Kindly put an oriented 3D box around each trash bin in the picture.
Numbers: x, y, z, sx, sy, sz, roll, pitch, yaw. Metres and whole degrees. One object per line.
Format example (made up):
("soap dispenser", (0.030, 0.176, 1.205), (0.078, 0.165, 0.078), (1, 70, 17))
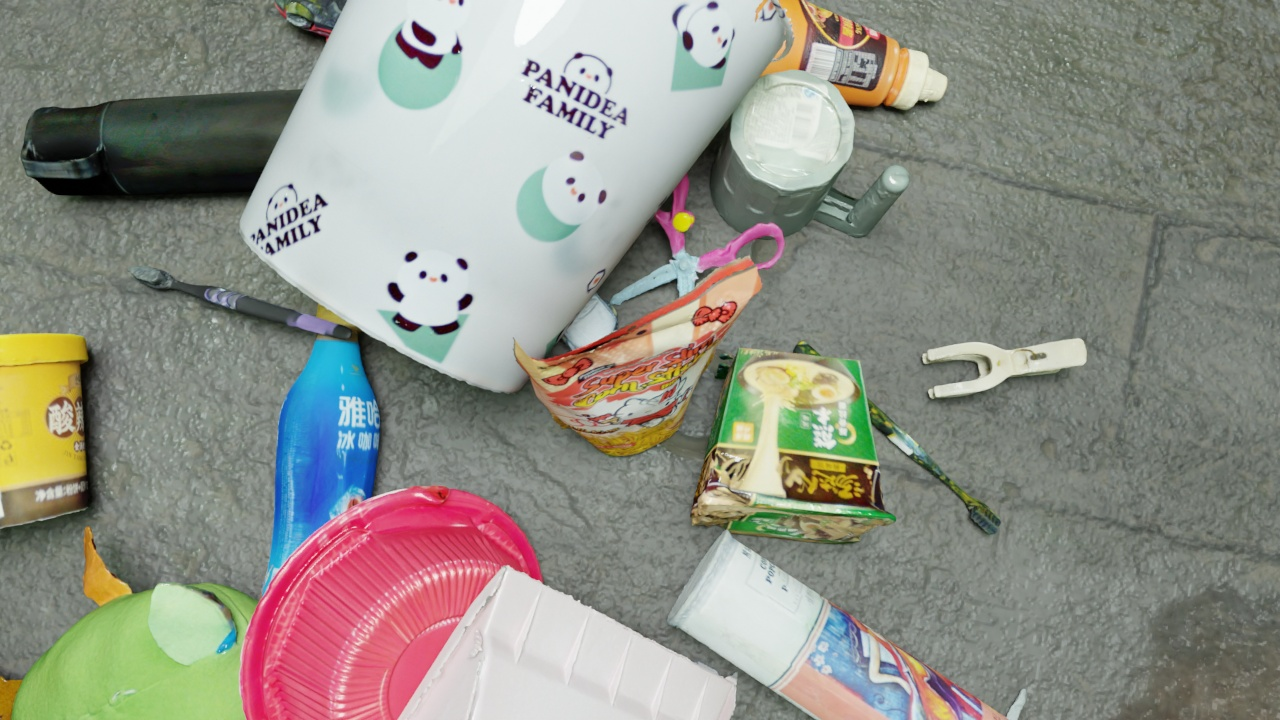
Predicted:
("trash bin", (-0.078, -0.134, 0.521), (0.229, 0.229, 0.252), (33, 95, 3))

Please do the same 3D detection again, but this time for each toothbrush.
("toothbrush", (0.176, 0.053, 0.633), (0.186, 0.017, 0.012), (43, 120, 4))
("toothbrush", (-0.270, -0.040, 0.609), (0.189, 0.017, 0.014), (15, 76, 19))

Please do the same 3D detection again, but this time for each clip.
("clip", (0.247, 0.003, 0.631), (0.100, 0.070, 0.034), (-10, 81, 4))

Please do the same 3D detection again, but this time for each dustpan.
("dustpan", (-0.087, 0.275, 0.538), (0.222, 0.139, 0.272), (41, 55, -34))

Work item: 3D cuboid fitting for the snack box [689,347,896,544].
("snack box", (0.096, 0.055, 0.590), (0.117, 0.118, 0.105), (7, 72, 0))

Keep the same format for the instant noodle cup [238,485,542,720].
("instant noodle cup", (-0.124, 0.175, 0.535), (0.193, 0.066, 0.194), (-9, 104, -37))

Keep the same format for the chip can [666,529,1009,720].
("chip can", (0.125, 0.197, 0.581), (0.215, 0.071, 0.071), (33, 83, 6))

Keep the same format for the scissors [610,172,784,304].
("scissors", (0.038, -0.068, 0.621), (0.134, 0.017, 0.133), (2, 110, 15))

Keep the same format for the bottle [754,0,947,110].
("bottle", (0.145, -0.209, 0.648), (0.149, 0.067, 0.066), (12, 82, -7))

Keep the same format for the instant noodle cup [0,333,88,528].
("instant noodle cup", (-0.408, 0.047, 0.576), (0.118, 0.118, 0.114), (-9, 90, -3))

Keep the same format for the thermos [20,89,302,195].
("thermos", (-0.278, -0.141, 0.616), (0.242, 0.089, 0.068), (-4, 121, -2))

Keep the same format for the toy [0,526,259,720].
("toy", (-0.308, 0.209, 0.553), (0.247, 0.089, 0.227), (-30, 83, 20))

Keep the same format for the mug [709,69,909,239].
("mug", (0.111, -0.127, 0.612), (0.124, 0.103, 0.083), (23, 82, 3))

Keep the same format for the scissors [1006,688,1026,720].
("scissors", (0.210, 0.295, 0.605), (0.162, 0.012, 0.175), (18, 80, 0))

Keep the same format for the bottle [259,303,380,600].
("bottle", (-0.206, 0.070, 0.600), (0.065, 0.065, 0.218), (3, 82, -1))

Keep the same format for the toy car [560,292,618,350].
("toy car", (-0.053, -0.046, 0.634), (0.043, 0.034, 0.090), (-39, 86, -9))

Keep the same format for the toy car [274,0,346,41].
("toy car", (-0.196, -0.245, 0.650), (0.120, 0.045, 0.053), (19, 80, -4))

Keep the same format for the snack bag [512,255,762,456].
("snack bag", (-0.003, 0.003, 0.540), (0.128, 0.208, 0.073), (-19, 77, -7))
